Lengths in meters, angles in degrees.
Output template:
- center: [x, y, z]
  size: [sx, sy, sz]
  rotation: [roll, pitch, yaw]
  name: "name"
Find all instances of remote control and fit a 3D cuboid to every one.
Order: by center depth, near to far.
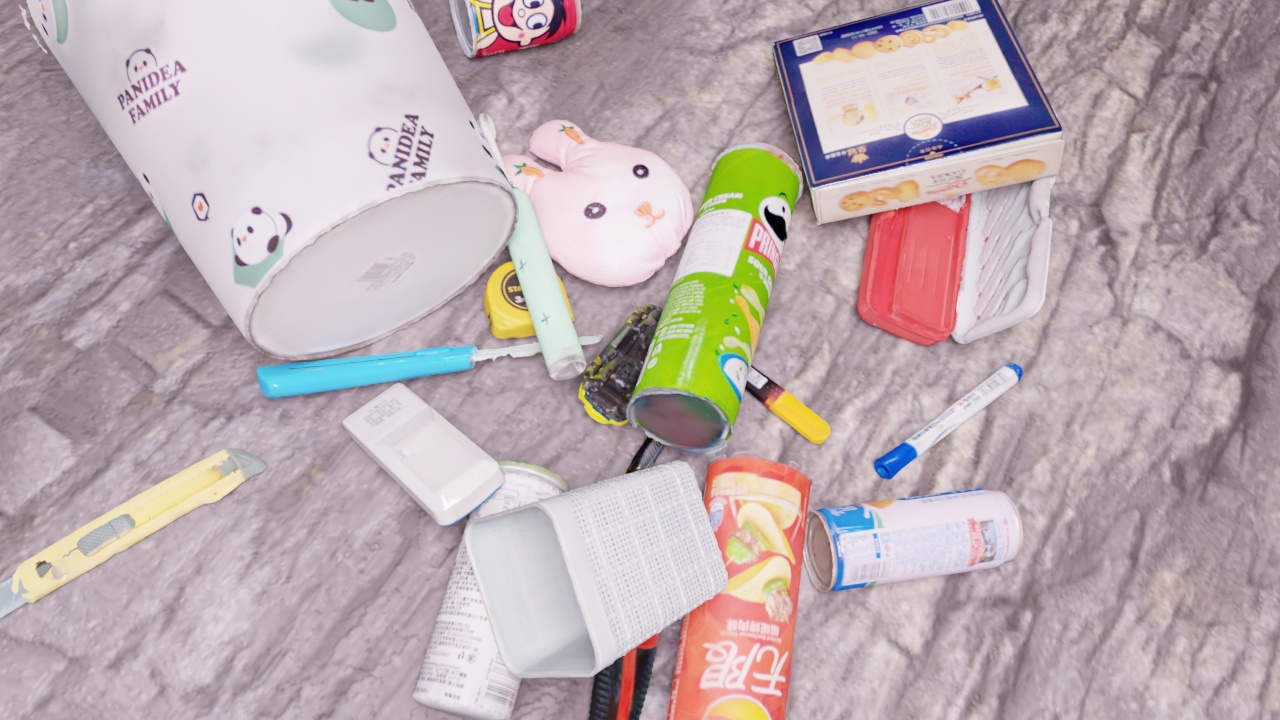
- center: [-0.137, 0.055, 0.572]
  size: [0.049, 0.024, 0.125]
  rotation: [-38, 44, -24]
  name: "remote control"

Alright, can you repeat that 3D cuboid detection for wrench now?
- center: [-0.031, 0.258, 0.525]
  size: [0.056, 0.016, 0.272]
  rotation: [18, 64, -1]
  name: "wrench"

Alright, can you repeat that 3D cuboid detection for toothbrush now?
- center: [-0.082, -0.087, 0.643]
  size: [0.026, 0.027, 0.224]
  rotation: [10, 52, -50]
  name: "toothbrush"

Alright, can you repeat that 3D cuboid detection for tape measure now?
- center: [-0.082, -0.041, 0.651]
  size: [0.060, 0.029, 0.057]
  rotation: [-9, 65, -21]
  name: "tape measure"

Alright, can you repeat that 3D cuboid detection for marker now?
- center: [0.084, 0.018, 0.659]
  size: [0.124, 0.015, 0.018]
  rotation: [39, 64, 13]
  name: "marker"
- center: [0.227, 0.042, 0.668]
  size: [0.145, 0.017, 0.017]
  rotation: [-31, 73, -21]
  name: "marker"

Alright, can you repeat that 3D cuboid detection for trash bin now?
- center: [-0.218, -0.154, 0.585]
  size: [0.229, 0.230, 0.252]
  rotation: [-29, 79, -21]
  name: "trash bin"

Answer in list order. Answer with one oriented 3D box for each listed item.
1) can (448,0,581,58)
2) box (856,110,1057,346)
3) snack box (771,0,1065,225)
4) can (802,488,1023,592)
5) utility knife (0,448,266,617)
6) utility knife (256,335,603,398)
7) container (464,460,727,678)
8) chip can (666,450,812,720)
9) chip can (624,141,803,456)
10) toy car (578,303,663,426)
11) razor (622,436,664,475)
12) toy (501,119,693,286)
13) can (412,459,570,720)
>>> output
- center: [-0.102, -0.287, 0.744]
  size: [0.093, 0.067, 0.066]
  rotation: [-17, 69, -17]
  name: "can"
- center: [0.245, -0.114, 0.698]
  size: [0.110, 0.100, 0.201]
  rotation: [22, 62, -10]
  name: "box"
- center: [0.207, -0.201, 0.715]
  size: [0.178, 0.046, 0.182]
  rotation: [-11, 55, 9]
  name: "snack box"
- center: [0.178, 0.117, 0.604]
  size: [0.134, 0.053, 0.053]
  rotation: [-5, 66, -11]
  name: "can"
- center: [-0.324, 0.110, 0.552]
  size: [0.201, 0.021, 0.031]
  rotation: [-35, 69, -17]
  name: "utility knife"
- center: [-0.138, 0.000, 0.625]
  size: [0.234, 0.034, 0.018]
  rotation: [-8, 109, -14]
  name: "utility knife"
- center: [-0.021, 0.111, 0.513]
  size: [0.111, 0.090, 0.090]
  rotation: [-16, 86, -43]
  name: "container"
- center: [0.057, 0.166, 0.552]
  size: [0.073, 0.073, 0.216]
  rotation: [13, 63, -3]
  name: "chip can"
- center: [0.056, -0.049, 0.635]
  size: [0.072, 0.072, 0.235]
  rotation: [20, 55, 1]
  name: "chip can"
- center: [-0.004, 0.004, 0.641]
  size: [0.048, 0.032, 0.105]
  rotation: [37, 53, 2]
  name: "toy car"
- center: [0.000, 0.067, 0.617]
  size: [0.043, 0.022, 0.142]
  rotation: [16, 56, 39]
  name: "razor"
- center: [-0.038, -0.122, 0.687]
  size: [0.159, 0.054, 0.121]
  rotation: [35, 64, 17]
  name: "toy"
- center: [-0.086, 0.137, 0.549]
  size: [0.058, 0.058, 0.146]
  rotation: [15, 63, -2]
  name: "can"
